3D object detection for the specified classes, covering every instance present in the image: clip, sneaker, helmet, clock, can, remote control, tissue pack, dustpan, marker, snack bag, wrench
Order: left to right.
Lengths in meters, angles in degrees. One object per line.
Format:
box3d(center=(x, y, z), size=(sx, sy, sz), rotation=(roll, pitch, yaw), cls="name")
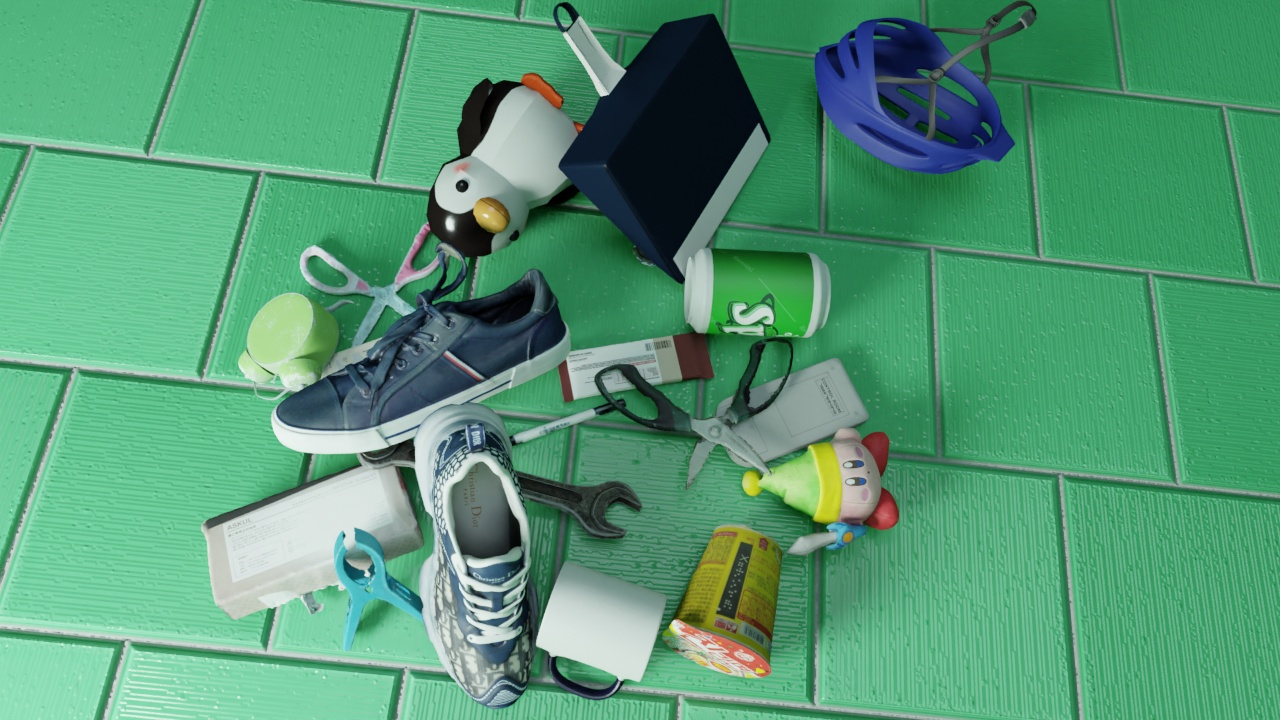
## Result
box3d(center=(-0.345, -0.017, 0.902), size=(0.094, 0.042, 0.119), rotation=(7, 70, 26), cls="clock")
box3d(center=(-0.295, 0.167, 0.840), size=(0.181, 0.071, 0.104), rotation=(-19, 55, -15), cls="tissue pack")
box3d(center=(-0.245, 0.198, 0.805), size=(0.097, 0.116, 0.026), rotation=(-19, 32, -13), cls="clip")
box3d(center=(-0.261, -0.003, 0.927), size=(0.125, 0.018, 0.038), rotation=(-21, 83, -12), cls="remote control")
box3d(center=(-0.211, -0.016, 0.864), size=(0.294, 0.127, 0.120), rotation=(-24, 39, -18), cls="sneaker")
box3d(center=(-0.131, 0.174, 0.770), size=(0.103, 0.132, 0.269), rotation=(-7, 96, -18), cls="sneaker")
box3d(center=(-0.131, 0.113, 0.868), size=(0.273, 0.010, 0.069), rotation=(16, 41, -5), cls="wrench")
box3d(center=(-0.086, 0.066, 0.919), size=(0.152, 0.011, 0.011), rotation=(-19, 71, -12), cls="marker")
box3d(center=(-0.006, 0.006, 0.947), size=(0.158, 0.013, 0.057), rotation=(-10, 68, -8), cls="snack bag")
box3d(center=(0.007, -0.258, 0.962), size=(0.080, 0.273, 0.235), rotation=(8, 56, 40), cls="dustpan")
box3d(center=(0.119, -0.070, 0.947), size=(0.140, 0.088, 0.087), rotation=(2, 68, -3), cls="can")
box3d(center=(0.151, 0.055, 0.936), size=(0.151, 0.019, 0.074), rotation=(-20, 71, -12), cls="remote control")
box3d(center=(0.308, -0.311, 0.983), size=(0.241, 0.228, 0.147), rotation=(41, 61, 10), cls="helmet")

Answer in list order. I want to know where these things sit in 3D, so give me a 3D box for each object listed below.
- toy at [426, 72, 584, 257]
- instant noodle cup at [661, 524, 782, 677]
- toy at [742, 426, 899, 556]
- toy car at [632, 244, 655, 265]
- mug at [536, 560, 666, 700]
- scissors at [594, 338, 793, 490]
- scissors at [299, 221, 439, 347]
box3d(center=(-0.155, -0.194, 0.969), size=(0.140, 0.159, 0.184), rotation=(21, 72, 50), cls="toy")
box3d(center=(0.084, 0.216, 0.833), size=(0.100, 0.101, 0.112), rotation=(20, 57, 4), cls="instant noodle cup")
box3d(center=(0.176, 0.127, 0.888), size=(0.131, 0.097, 0.124), rotation=(5, 73, -22), cls="toy")
box3d(center=(0.018, -0.141, 1.000), size=(0.038, 0.027, 0.089), rotation=(20, 69, -2), cls="toy car")
box3d(center=(-0.039, 0.248, 0.820), size=(0.097, 0.078, 0.112), rotation=(18, 96, 3), cls="mug")
box3d(center=(0.070, 0.031, 0.921), size=(0.202, 0.015, 0.205), rotation=(36, 64, 17), cls="scissors")
box3d(center=(-0.276, -0.086, 0.966), size=(0.177, 0.013, 0.170), rotation=(23, 72, 3), cls="scissors")
